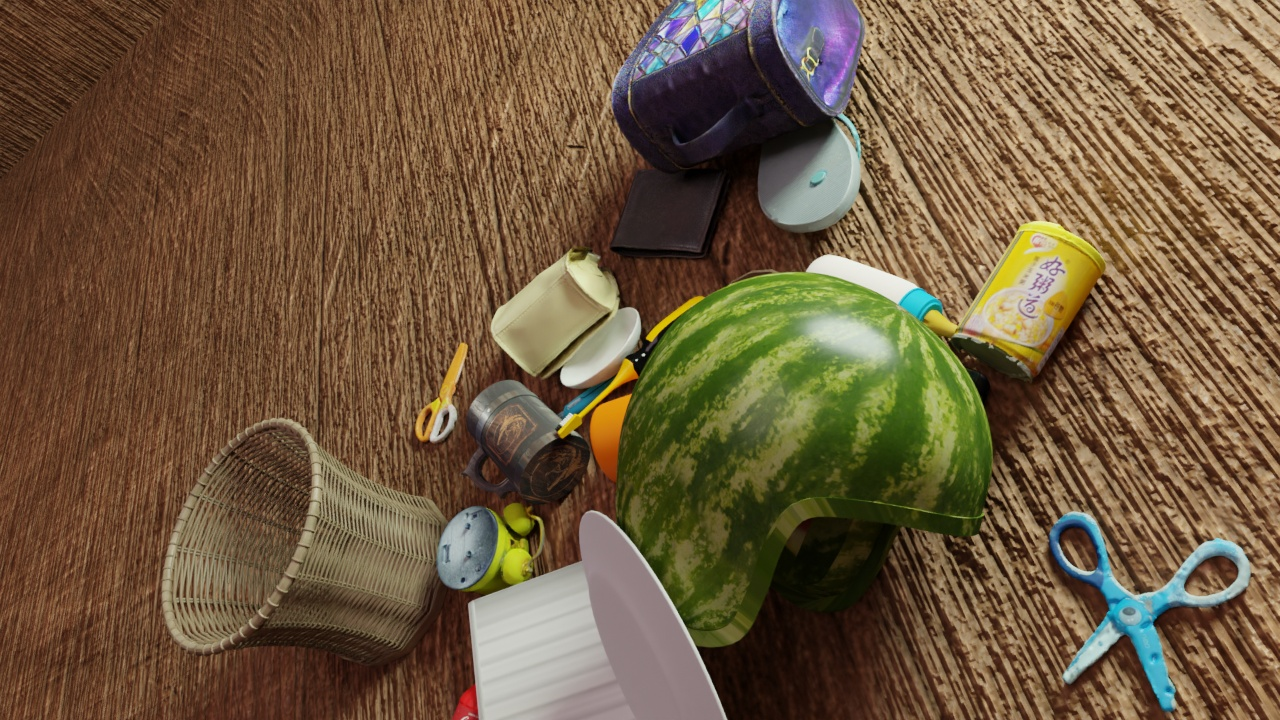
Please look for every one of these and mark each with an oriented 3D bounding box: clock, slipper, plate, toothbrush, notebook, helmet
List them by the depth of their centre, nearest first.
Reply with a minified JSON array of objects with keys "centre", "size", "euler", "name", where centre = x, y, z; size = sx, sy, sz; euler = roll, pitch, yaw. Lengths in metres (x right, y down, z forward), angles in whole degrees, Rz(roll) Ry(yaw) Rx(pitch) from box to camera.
[{"centre":[0.106,0.057,0.644],"size":[0.248,0.212,0.243],"euler":[-46,58,26],"name":"helmet"},{"centre":[0.005,0.223,0.653],"size":[0.016,0.243,0.242],"euler":[-21,44,-19],"name":"plate"},{"centre":[-0.076,0.286,0.795],"size":[0.143,0.009,0.209],"euler":[-22,53,11],"name":"notebook"},{"centre":[-0.005,0.005,0.870],"size":[0.196,0.031,0.031],"euler":[-43,41,-15],"name":"toothbrush"},{"centre":[0.160,-0.201,0.884],"size":[0.098,0.054,0.268],"euler":[-28,40,26],"name":"slipper"},{"centre":[-0.143,0.184,0.892],"size":[0.119,0.057,0.083],"euler":[-23,53,27],"name":"clock"},{"centre":[-0.034,-0.007,0.922],"size":[0.104,0.026,0.104],"euler":[-36,25,20],"name":"plate"}]

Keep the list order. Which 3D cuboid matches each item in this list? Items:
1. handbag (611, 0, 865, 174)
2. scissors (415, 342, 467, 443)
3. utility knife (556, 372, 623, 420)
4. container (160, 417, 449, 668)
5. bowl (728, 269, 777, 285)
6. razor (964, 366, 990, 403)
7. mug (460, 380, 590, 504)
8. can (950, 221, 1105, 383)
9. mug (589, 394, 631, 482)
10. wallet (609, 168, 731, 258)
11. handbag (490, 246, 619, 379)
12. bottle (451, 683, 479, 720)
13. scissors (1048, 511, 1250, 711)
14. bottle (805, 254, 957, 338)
[{"centre":[0.092,-0.277,0.876],"size":[0.205,0.125,0.221],"euler":[-8,48,46],"name":"handbag"},{"centre":[-0.224,0.037,1.069],"size":[0.064,0.013,0.127],"euler":[8,72,40],"name":"scissors"},{"centre":[-0.067,0.051,0.939],"size":[0.181,0.015,0.022],"euler":[-36,43,21],"name":"utility knife"},{"centre":[-0.327,0.199,0.931],"size":[0.227,0.196,0.226],"euler":[-19,56,29],"name":"container"},{"centre":[0.106,-0.022,0.822],"size":[0.118,0.030,0.117],"euler":[-21,60,41],"name":"bowl"},{"centre":[0.196,0.003,0.723],"size":[0.152,0.067,0.053],"euler":[16,62,37],"name":"razor"},{"centre":[-0.123,0.093,0.907],"size":[0.107,0.080,0.116],"euler":[39,99,38],"name":"mug"},{"centre":[0.286,-0.043,0.676],"size":[0.068,0.067,0.105],"euler":[31,87,44],"name":"can"},{"centre":[0.020,0.080,0.819],"size":[0.096,0.077,0.112],"euler":[-19,82,29],"name":"mug"},{"centre":[0.031,-0.155,0.968],"size":[0.120,0.031,0.099],"euler":[7,73,37],"name":"wallet"},{"centre":[-0.084,-0.057,0.960],"size":[0.119,0.081,0.111],"euler":[-39,17,19],"name":"handbag"},{"centre":[-0.153,0.329,0.834],"size":[0.036,0.036,0.119],"euler":[10,72,41],"name":"bottle"},{"centre":[0.311,0.150,0.590],"size":[0.134,0.011,0.137],"euler":[-50,47,7],"name":"scissors"},{"centre":[0.201,-0.045,0.755],"size":[0.146,0.051,0.051],"euler":[30,86,44],"name":"bottle"}]
